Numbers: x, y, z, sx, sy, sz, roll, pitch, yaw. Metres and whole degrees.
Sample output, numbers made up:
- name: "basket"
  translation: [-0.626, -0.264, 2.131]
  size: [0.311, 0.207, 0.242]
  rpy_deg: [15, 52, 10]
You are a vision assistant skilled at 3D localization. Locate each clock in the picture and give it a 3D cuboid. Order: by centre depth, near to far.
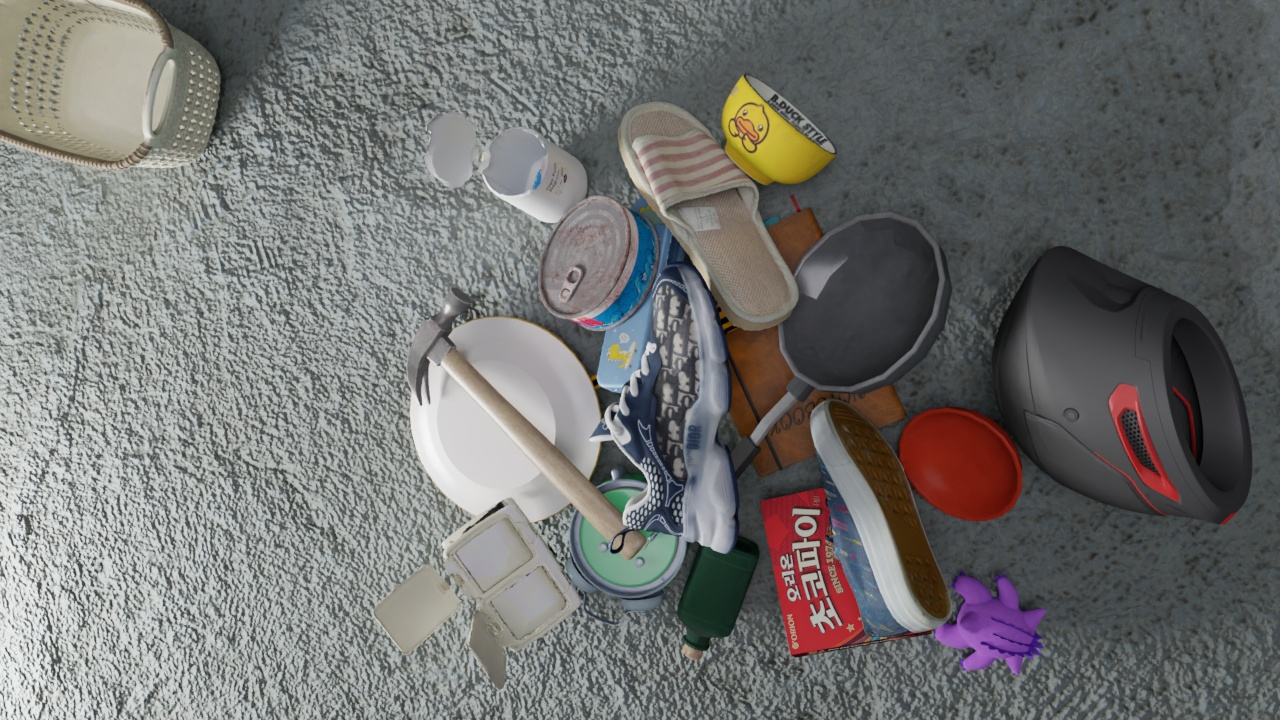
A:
- name: "clock"
  translation: [-0.016, 0.199, 0.958]
  size: [0.122, 0.075, 0.161]
  rpy_deg: [21, 96, 9]

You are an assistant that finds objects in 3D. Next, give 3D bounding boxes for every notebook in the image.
- name: "notebook"
  translation: [0.138, -0.020, 0.946]
  size: [0.179, 0.014, 0.249]
  rpy_deg: [-25, 89, 11]

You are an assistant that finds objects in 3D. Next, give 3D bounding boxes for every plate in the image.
- name: "plate"
  translation: [-0.151, 0.067, 0.984]
  size: [0.230, 0.021, 0.230]
  rpy_deg: [3, 99, 19]

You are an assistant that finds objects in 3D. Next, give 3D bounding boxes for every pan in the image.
- name: "pan"
  translation: [0.160, 0.020, 0.882]
  size: [0.358, 0.041, 0.178]
  rpy_deg: [-53, 40, 15]

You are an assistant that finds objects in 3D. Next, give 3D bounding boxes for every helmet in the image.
- name: "helmet"
  translation: [0.409, 0.024, 0.820]
  size: [0.170, 0.163, 0.265]
  rpy_deg: [-13, 103, 53]

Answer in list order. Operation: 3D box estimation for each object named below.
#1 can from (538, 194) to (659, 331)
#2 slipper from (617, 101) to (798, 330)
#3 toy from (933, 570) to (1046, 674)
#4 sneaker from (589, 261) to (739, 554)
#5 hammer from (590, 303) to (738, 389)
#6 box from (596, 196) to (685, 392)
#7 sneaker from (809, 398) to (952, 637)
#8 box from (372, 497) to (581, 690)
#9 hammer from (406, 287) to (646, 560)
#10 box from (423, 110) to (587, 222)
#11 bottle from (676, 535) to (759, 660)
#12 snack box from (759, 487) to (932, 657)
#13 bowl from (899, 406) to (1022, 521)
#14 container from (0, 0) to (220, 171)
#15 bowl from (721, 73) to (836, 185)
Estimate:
- name: "can"
  translation: [-0.044, -0.098, 0.924]
  size: [0.130, 0.044, 0.129]
  rpy_deg: [-18, 62, 39]
- name: "slipper"
  translation: [0.066, -0.149, 0.886]
  size: [0.114, 0.052, 0.263]
  rpy_deg: [-23, 74, -25]
- name: "toy"
  translation: [0.347, 0.263, 0.903]
  size: [0.088, 0.056, 0.106]
  rpy_deg: [20, 98, 5]
- name: "sneaker"
  translation: [0.017, 0.046, 0.842]
  size: [0.132, 0.103, 0.269]
  rpy_deg: [-4, 93, 3]
- name: "hammer"
  translation: [-0.006, 0.005, 0.955]
  size: [0.321, 0.036, 0.123]
  rpy_deg: [-26, 88, 18]
- name: "box"
  translation: [-0.002, -0.071, 0.919]
  size: [0.066, 0.049, 0.209]
  rpy_deg: [5, 75, 28]
- name: "sneaker"
  translation: [0.211, 0.150, 0.872]
  size: [0.079, 0.087, 0.235]
  rpy_deg: [-42, 53, 37]
- name: "box"
  translation: [-0.154, 0.248, 0.943]
  size: [0.185, 0.096, 0.145]
  rpy_deg: [-42, 105, -29]
- name: "hammer"
  translation: [-0.117, 0.075, 0.940]
  size: [0.331, 0.030, 0.119]
  rpy_deg: [43, 107, 12]
- name: "box"
  translation: [-0.132, -0.192, 0.916]
  size: [0.112, 0.162, 0.084]
  rpy_deg: [18, 91, 21]
- name: "bottle"
  translation: [0.074, 0.247, 0.951]
  size: [0.061, 0.061, 0.131]
  rpy_deg: [20, 97, 6]
- name: "snack box"
  translation: [0.200, 0.202, 0.906]
  size: [0.133, 0.036, 0.152]
  rpy_deg: [-14, 65, 11]
- name: "bowl"
  translation: [0.315, 0.094, 0.889]
  size: [0.122, 0.035, 0.122]
  rpy_deg: [25, 130, 34]
- name: "container"
  translation: [-0.590, -0.304, 1.000]
  size: [0.246, 0.142, 0.184]
  rpy_deg: [17, 96, 9]
- name: "bowl"
  translation: [0.125, -0.214, 0.889]
  size: [0.117, 0.117, 0.068]
  rpy_deg: [43, 115, 5]
